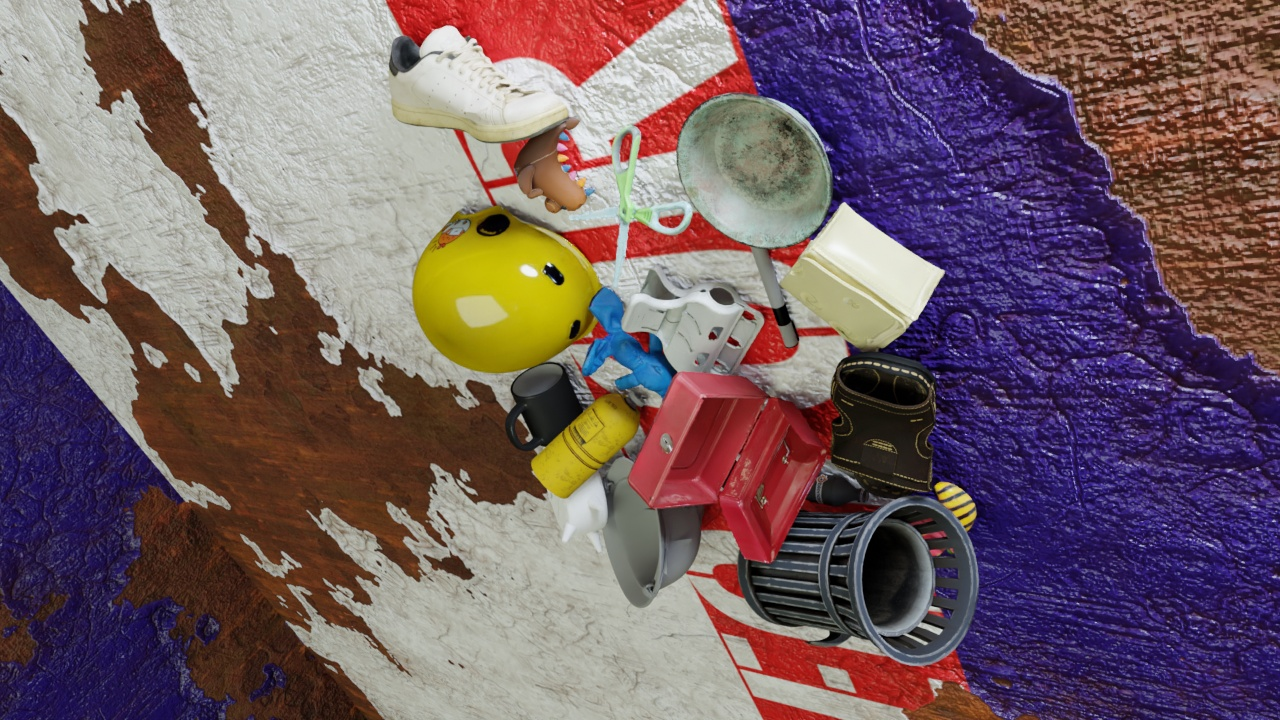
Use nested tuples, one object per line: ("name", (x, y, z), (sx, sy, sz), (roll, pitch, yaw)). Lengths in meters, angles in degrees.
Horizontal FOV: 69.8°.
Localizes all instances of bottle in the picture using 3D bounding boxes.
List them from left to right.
("bottle", (-0.061, 0.101, 1.194), (0.164, 0.071, 0.071), (-43, 96, 12))
("bottle", (0.216, 0.152, 1.086), (0.110, 0.036, 0.036), (6, 130, 36))

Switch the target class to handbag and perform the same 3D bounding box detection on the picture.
("handbag", (0.201, -0.069, 0.853), (0.119, 0.081, 0.111), (36, 154, 2))

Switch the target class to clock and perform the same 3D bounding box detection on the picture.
("clock", (-0.102, 0.185, 1.305), (0.126, 0.072, 0.160), (94, 155, -45))

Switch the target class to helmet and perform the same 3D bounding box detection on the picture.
("helmet", (-0.180, -0.067, 1.120), (0.240, 0.139, 0.209), (7, 131, 34))
("helmet", (0.032, 0.222, 1.247), (0.272, 0.117, 0.183), (108, 144, -53))

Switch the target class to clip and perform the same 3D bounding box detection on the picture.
("clip", (0.055, -0.041, 1.023), (0.143, 0.072, 0.125), (27, 138, 1))

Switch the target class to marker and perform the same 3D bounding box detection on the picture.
("marker", (0.137, -0.074, 0.951), (0.016, 0.016, 0.140), (2, 127, 39))

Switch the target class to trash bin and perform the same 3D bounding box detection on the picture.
("trash bin", (0.224, 0.234, 1.014), (0.164, 0.163, 0.228), (51, 154, -12))

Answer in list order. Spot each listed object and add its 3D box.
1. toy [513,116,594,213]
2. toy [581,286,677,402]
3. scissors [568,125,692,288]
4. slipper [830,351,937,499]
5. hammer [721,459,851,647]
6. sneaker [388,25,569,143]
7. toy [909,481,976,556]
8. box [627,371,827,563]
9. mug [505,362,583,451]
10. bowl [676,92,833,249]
("toy", (-0.084, -0.209, 0.991), (0.090, 0.070, 0.103), (40, 121, -20))
("toy", (-0.006, 0.006, 1.088), (0.176, 0.112, 0.071), (45, 157, -19))
("scissors", (-0.012, -0.153, 0.947), (0.174, 0.022, 0.172), (22, 118, 32))
("slipper", (0.243, 0.082, 0.924), (0.113, 0.075, 0.268), (14, 150, 22))
("hammer", (0.167, 0.217, 1.145), (0.333, 0.117, 0.025), (53, 143, -7))
("sneaker", (-0.175, -0.292, 0.953), (0.242, 0.088, 0.102), (17, 128, 33))
("toy", (0.326, 0.177, 1.017), (0.084, 0.046, 0.104), (47, 137, 9))
("box", (0.085, 0.106, 1.022), (0.168, 0.153, 0.157), (17, 109, -14))
("mug", (-0.135, 0.071, 1.236), (0.078, 0.113, 0.088), (13, 134, 43))
("bowl", (0.110, -0.181, 0.852), (0.157, 0.038, 0.158), (23, 138, 22))
